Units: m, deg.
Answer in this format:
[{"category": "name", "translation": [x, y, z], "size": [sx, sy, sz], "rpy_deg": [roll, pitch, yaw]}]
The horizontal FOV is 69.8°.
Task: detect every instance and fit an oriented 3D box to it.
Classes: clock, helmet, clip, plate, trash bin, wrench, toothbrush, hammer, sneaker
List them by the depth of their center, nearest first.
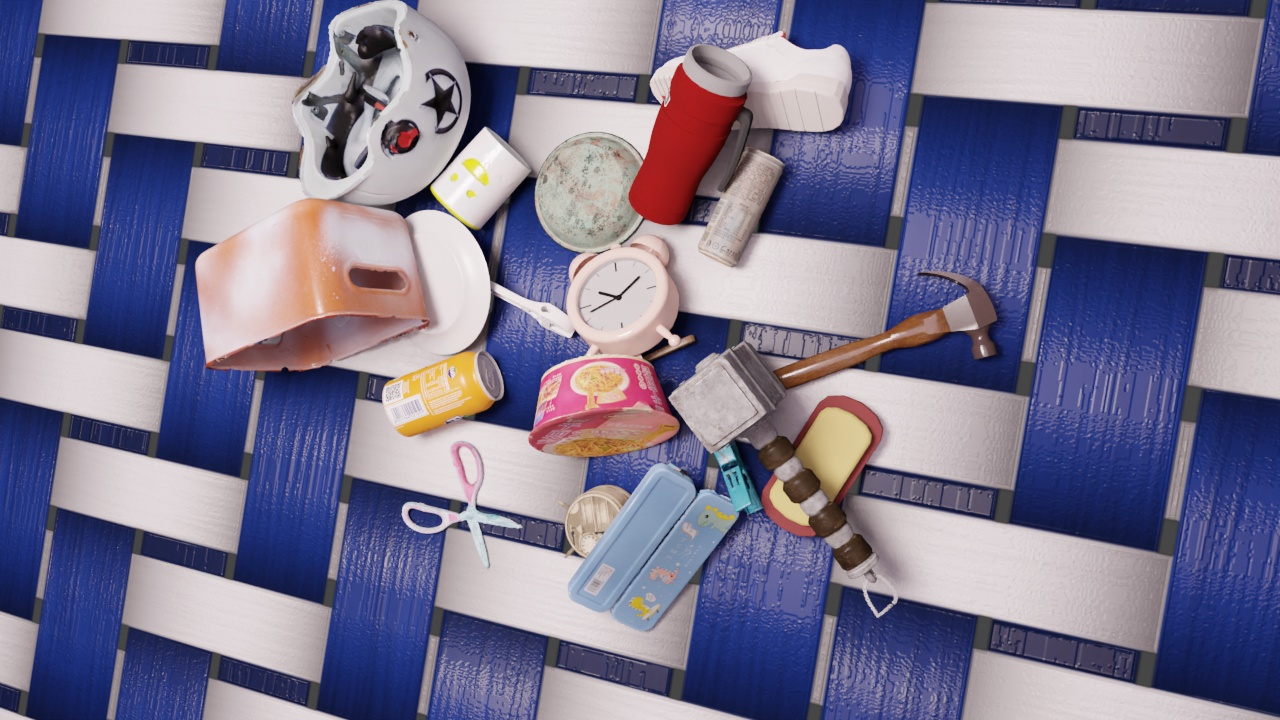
[{"category": "hammer", "translation": [0.169, 0.128, 0.992], "size": [0.080, 0.176, 0.326], "rpy_deg": [-39, 85, 16]}, {"category": "hammer", "translation": [0.246, -0.009, 1.067], "size": [0.323, 0.033, 0.115], "rpy_deg": [-21, 84, 15]}, {"category": "sneaker", "translation": [0.134, -0.342, 1.090], "size": [0.237, 0.090, 0.104], "rpy_deg": [10, 69, 24]}, {"category": "clip", "translation": [0.112, 0.126, 1.098], "size": [0.027, 0.104, 0.120], "rpy_deg": [-25, 75, 10]}, {"category": "clock", "translation": [-0.018, -0.068, 1.121], "size": [0.131, 0.086, 0.160], "rpy_deg": [-15, 66, 15]}, {"category": "clock", "translation": [-0.032, 0.199, 1.124], "size": [0.141, 0.054, 0.093], "rpy_deg": [-10, 85, 21]}, {"category": "toothbrush", "translation": [-0.007, 0.007, 1.147], "size": [0.167, 0.016, 0.016], "rpy_deg": [-25, 81, 15]}, {"category": "trash bin", "translation": [-0.418, -0.091, 1.161], "size": [0.260, 0.181, 0.157], "rpy_deg": [-16, 81, 33]}, {"category": "helmet", "translation": [-0.315, -0.306, 1.165], "size": [0.237, 0.163, 0.264], "rpy_deg": [20, 91, 44]}, {"category": "wrench", "translation": [-0.196, -0.097, 1.186], "size": [0.273, 0.066, 0.018], "rpy_deg": [27, 78, 20]}, {"category": "plate", "translation": [-0.274, -0.099, 1.193], "size": [0.189, 0.016, 0.189], "rpy_deg": [8, 105, 31]}]

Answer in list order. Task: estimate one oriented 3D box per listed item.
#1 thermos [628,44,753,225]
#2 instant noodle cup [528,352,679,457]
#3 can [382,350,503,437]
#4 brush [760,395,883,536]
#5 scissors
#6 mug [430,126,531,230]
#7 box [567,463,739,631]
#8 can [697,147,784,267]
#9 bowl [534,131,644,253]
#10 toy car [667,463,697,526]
[{"category": "thermos", "translation": [0.064, -0.249, 1.054], "size": [0.108, 0.083, 0.199], "rpy_deg": [27, 133, 0]}, {"category": "instant noodle cup", "translation": [-0.046, 0.052, 1.086], "size": [0.179, 0.178, 0.077], "rpy_deg": [-13, 68, 15]}, {"category": "can", "translation": [-0.255, 0.042, 1.184], "size": [0.143, 0.079, 0.079], "rpy_deg": [-20, 83, 15]}, {"category": "brush", "translation": [0.210, 0.122, 1.066], "size": [0.082, 0.041, 0.173], "rpy_deg": [33, 97, 15]}, {"category": "scissors", "translation": [-0.243, 0.197, 1.211], "size": [0.173, 0.013, 0.170], "rpy_deg": [-19, 86, 13]}, {"category": "mug", "translation": [-0.204, -0.233, 1.178], "size": [0.106, 0.082, 0.082], "rpy_deg": [-46, 77, 9]}, {"category": "box", "translation": [0.015, 0.228, 1.089], "size": [0.125, 0.021, 0.209], "rpy_deg": [31, 106, -14]}, {"category": "can", "translation": [0.119, -0.182, 1.096], "size": [0.054, 0.054, 0.135], "rpy_deg": [27, 95, 15]}, {"category": "bowl", "translation": [-0.068, -0.216, 1.159], "size": [0.158, 0.038, 0.157], "rpy_deg": [-1, 88, 16]}, {"category": "toy car", "translation": [0.049, 0.179, 1.118], "size": [0.060, 0.027, 0.107], "rpy_deg": [-37, 79, 12]}]
